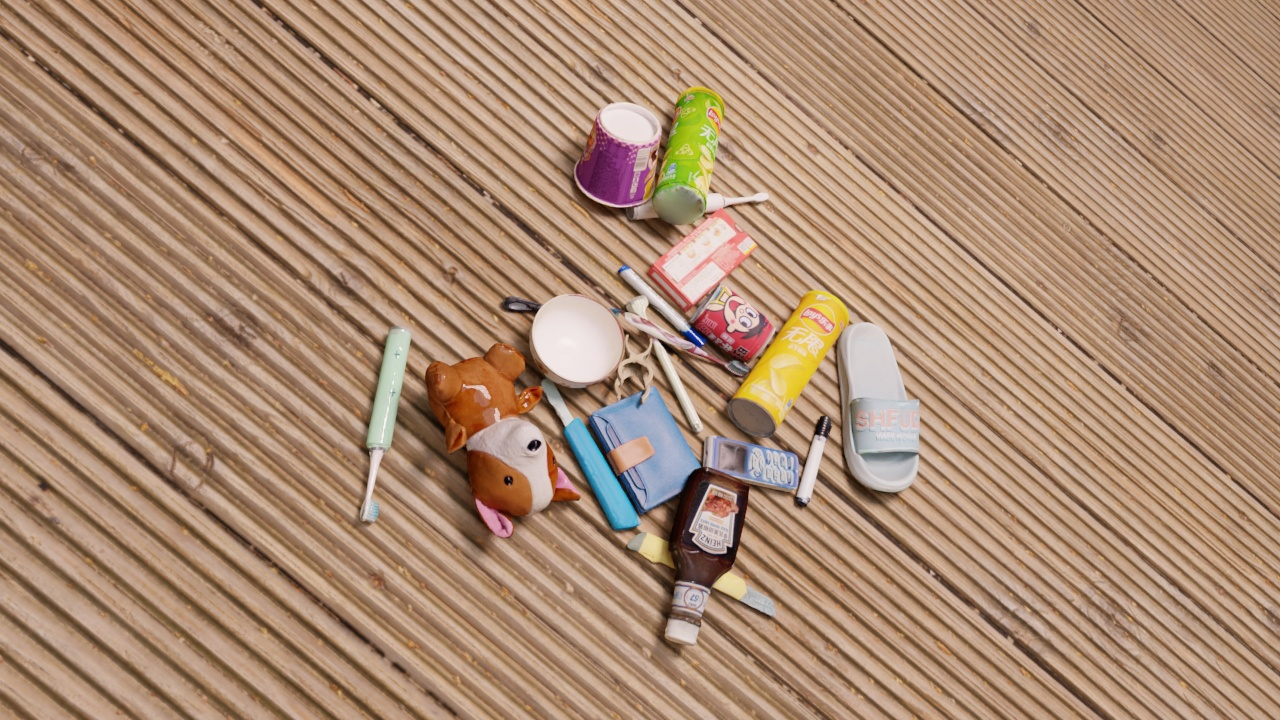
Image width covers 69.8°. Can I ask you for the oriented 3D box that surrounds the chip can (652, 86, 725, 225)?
[{"bbox_3d":[0.066,-0.276,1.237,0.072,0.073,0.220,22,51,-12],"label":"chip can"}]

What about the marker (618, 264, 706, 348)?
[{"bbox_3d":[0.028,-0.070,1.183,0.146,0.017,0.016,43,59,0],"label":"marker"}]

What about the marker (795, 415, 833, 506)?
[{"bbox_3d":[0.224,0.128,1.175,0.022,0.018,0.130,32,59,-17],"label":"marker"}]

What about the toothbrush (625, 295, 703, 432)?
[{"bbox_3d":[0.033,0.005,1.152,0.029,0.020,0.189,-27,79,2],"label":"toothbrush"}]

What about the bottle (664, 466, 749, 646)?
[{"bbox_3d":[0.068,0.221,1.038,0.080,0.044,0.194,24,67,-17],"label":"bottle"}]

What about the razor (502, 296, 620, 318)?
[{"bbox_3d":[-0.099,-0.058,1.125,0.142,0.022,0.043,11,108,-14],"label":"razor"}]

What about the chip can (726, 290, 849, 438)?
[{"bbox_3d":[0.193,0.002,1.188,0.072,0.072,0.212,39,60,-2],"label":"chip can"}]

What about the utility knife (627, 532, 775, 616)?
[{"bbox_3d":[0.075,0.246,1.061,0.195,0.020,0.030,26,66,-2],"label":"utility knife"}]

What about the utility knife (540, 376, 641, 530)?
[{"bbox_3d":[-0.062,0.106,1.066,0.034,0.018,0.206,-24,79,-33],"label":"utility knife"}]

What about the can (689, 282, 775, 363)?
[{"bbox_3d":[0.119,-0.047,1.181,0.094,0.067,0.066,38,59,-3],"label":"can"}]

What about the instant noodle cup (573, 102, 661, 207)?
[{"bbox_3d":[-0.025,-0.271,1.189,0.111,0.099,0.111,8,49,-9],"label":"instant noodle cup"}]

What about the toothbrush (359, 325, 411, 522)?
[{"bbox_3d":[-0.278,0.065,0.992,0.027,0.027,0.224,24,58,-36],"label":"toothbrush"}]

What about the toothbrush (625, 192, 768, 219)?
[{"bbox_3d":[0.083,-0.216,1.264,0.220,0.026,0.026,-10,83,-26],"label":"toothbrush"}]

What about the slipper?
[{"bbox_3d":[0.321,0.056,1.215,0.104,0.074,0.245,6,64,-21],"label":"slipper"}]

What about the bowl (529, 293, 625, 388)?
[{"bbox_3d":[-0.080,-0.015,1.088,0.113,0.062,0.113,8,64,-18],"label":"bowl"}]

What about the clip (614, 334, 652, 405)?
[{"bbox_3d":[-0.018,0.007,1.107,0.080,0.035,0.104,-1,43,-12],"label":"clip"}]

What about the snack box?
[{"bbox_3d":[0.085,-0.137,1.230,0.075,0.026,0.152,46,59,3],"label":"snack box"}]

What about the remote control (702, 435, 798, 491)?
[{"bbox_3d":[0.137,0.129,1.135,0.125,0.024,0.049,15,63,-17],"label":"remote control"}]

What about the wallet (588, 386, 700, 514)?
[{"bbox_3d":[0.008,0.104,1.088,0.106,0.040,0.133,-22,76,-33],"label":"wallet"}]

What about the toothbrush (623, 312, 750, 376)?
[{"bbox_3d":[0.060,-0.020,1.158,0.187,0.017,0.016,25,55,-21],"label":"toothbrush"}]

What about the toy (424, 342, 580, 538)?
[{"bbox_3d":[-0.148,0.083,0.990,0.139,0.131,0.199,-20,86,-34],"label":"toy"}]
